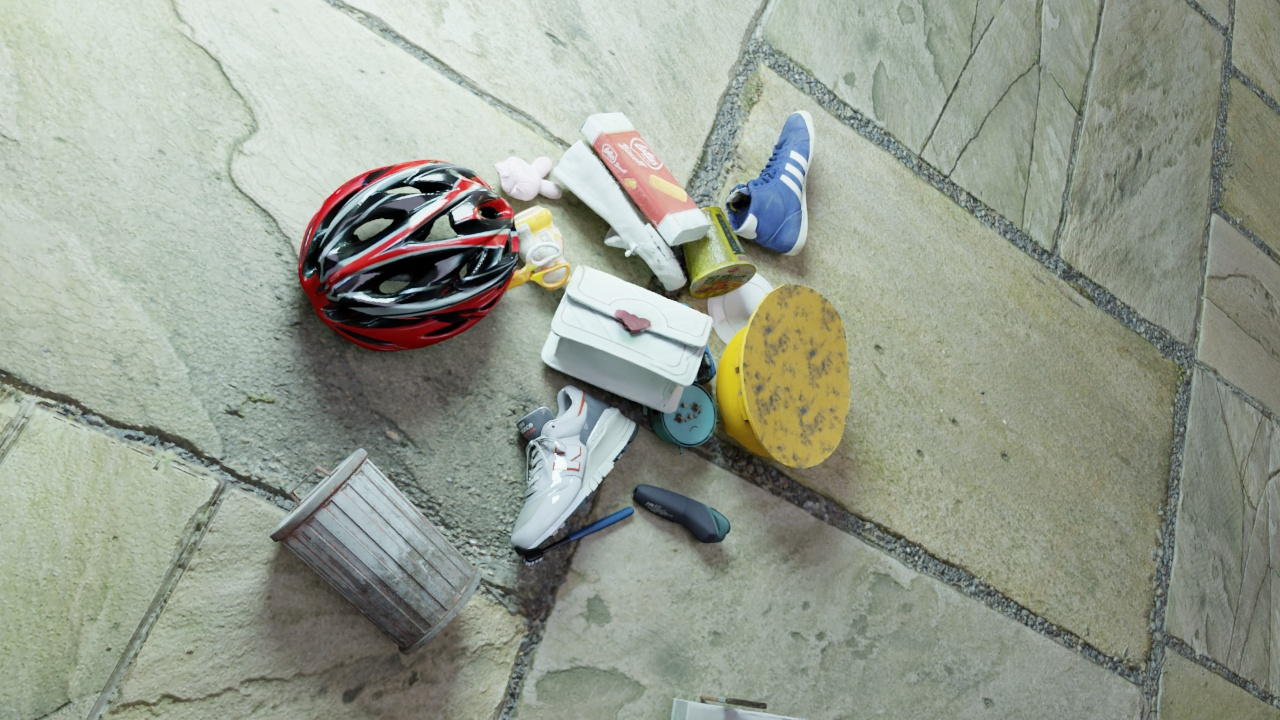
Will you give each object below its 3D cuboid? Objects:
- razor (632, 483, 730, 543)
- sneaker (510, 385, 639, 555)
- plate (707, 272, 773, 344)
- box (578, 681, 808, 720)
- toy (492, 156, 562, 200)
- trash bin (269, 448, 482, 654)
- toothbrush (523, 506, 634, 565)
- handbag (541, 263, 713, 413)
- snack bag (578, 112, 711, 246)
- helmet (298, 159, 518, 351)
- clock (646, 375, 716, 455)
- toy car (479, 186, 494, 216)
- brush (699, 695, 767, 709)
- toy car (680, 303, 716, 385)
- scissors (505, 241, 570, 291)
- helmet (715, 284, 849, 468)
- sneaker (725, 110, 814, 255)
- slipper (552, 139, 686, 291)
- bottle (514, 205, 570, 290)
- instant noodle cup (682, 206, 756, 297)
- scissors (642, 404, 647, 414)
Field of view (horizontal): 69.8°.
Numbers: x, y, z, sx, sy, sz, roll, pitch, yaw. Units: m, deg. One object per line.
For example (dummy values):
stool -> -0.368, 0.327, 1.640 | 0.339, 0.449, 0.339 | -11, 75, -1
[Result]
razor -> 0.054, 0.204, 1.237 | 0.143, 0.047, 0.052 | 26, 42, -17
sneaker -> -0.111, 0.123, 1.151 | 0.124, 0.089, 0.239 | 46, 53, -5
plate -> 0.161, -0.076, 1.380 | 0.134, 0.011, 0.134 | 7, 74, -26
box -> 0.049, 0.557, 1.280 | 0.171, 0.405, 0.168 | 17, 70, -23
toy -> -0.154, -0.244, 1.239 | 0.109, 0.047, 0.063 | -13, 74, -47
trash bin -> -0.291, 0.203, 1.004 | 0.211, 0.131, 0.130 | 47, 61, -11
toothbrush -> -0.076, 0.223, 1.176 | 0.167, 0.014, 0.014 | -20, 53, -33
handbag -> -0.014, -0.036, 1.199 | 0.198, 0.096, 0.141 | 21, 56, -2
snack bag -> 0.007, -0.257, 1.284 | 0.077, 0.041, 0.225 | -21, 71, -46
helmet -> -0.261, -0.130, 1.079 | 0.271, 0.167, 0.217 | -30, 95, -27
clock -> 0.050, 0.062, 1.258 | 0.089, 0.053, 0.124 | -29, 96, -32
toy car -> -0.204, -0.169, 1.192 | 0.047, 0.047, 0.112 | -4, 83, -13
brush -> 0.107, 0.425, 1.147 | 0.045, 0.143, 0.008 | 14, 70, -15
toy car -> 0.067, -0.023, 1.295 | 0.043, 0.056, 0.120 | -31, 98, -60
scissors -> -0.156, -0.112, 1.186 | 0.130, 0.013, 0.070 | -19, 120, -3
helmet -> 0.181, 0.030, 1.293 | 0.205, 0.132, 0.255 | 25, 66, -30
sneaker -> 0.190, -0.283, 1.409 | 0.118, 0.092, 0.233 | 8, 82, -23
slipper -> -0.024, -0.191, 1.274 | 0.247, 0.075, 0.112 | 46, 25, -17
bottle -> -0.130, -0.147, 1.217 | 0.063, 0.063, 0.108 | -35, 110, -30
instant noodle cup -> 0.103, -0.159, 1.327 | 0.102, 0.102, 0.108 | -7, 68, -29
scissors -> -0.008, 0.007, 1.270 | 0.135, 0.015, 0.135 | 5, 73, -27
